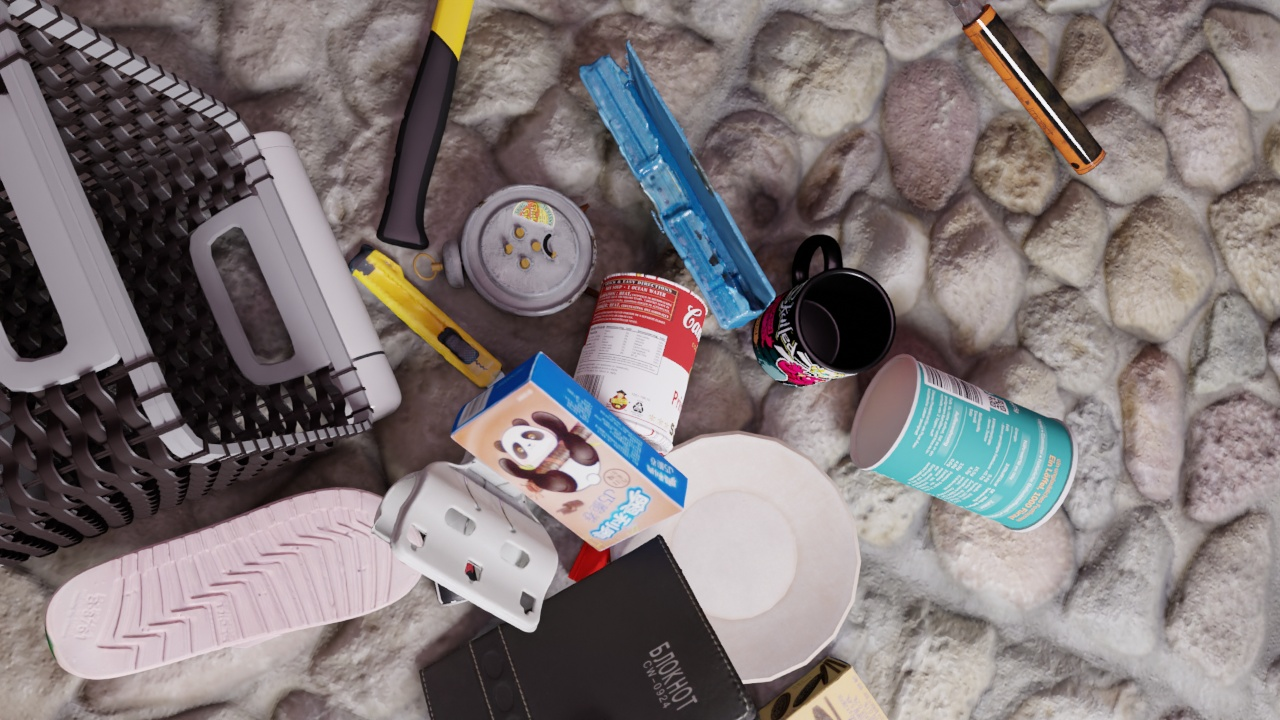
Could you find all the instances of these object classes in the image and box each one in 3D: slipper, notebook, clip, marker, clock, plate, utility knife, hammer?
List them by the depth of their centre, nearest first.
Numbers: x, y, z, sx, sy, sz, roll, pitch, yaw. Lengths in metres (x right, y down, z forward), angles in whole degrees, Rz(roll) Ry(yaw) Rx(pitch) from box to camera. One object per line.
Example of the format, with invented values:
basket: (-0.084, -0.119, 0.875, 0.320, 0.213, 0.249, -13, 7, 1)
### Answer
notebook: (-0.042, 0.234, 0.633, 0.209, 0.029, 0.169, -32, 46, 0)
slipper: (-0.275, 0.153, 0.644, 0.238, 0.065, 0.094, -12, 82, -26)
clip: (-0.125, 0.115, 0.664, 0.099, 0.152, 0.126, -36, 120, 24)
plate: (0.072, 0.149, 0.709, 0.189, 0.027, 0.188, 0, 82, 2)
clock: (-0.102, -0.081, 0.714, 0.147, 0.056, 0.104, -9, 84, -15)
utility knife: (-0.141, -0.011, 0.719, 0.217, 0.019, 0.030, 42, 86, -7)
marker: (-0.015, 0.109, 0.725, 0.023, 0.021, 0.145, 24, 78, 9)
hammer: (-0.159, -0.247, 0.739, 0.127, 0.029, 0.323, 13, 81, -10)
hammer: (0.301, -0.282, 0.812, 0.314, 0.138, 0.035, 42, 76, -18)

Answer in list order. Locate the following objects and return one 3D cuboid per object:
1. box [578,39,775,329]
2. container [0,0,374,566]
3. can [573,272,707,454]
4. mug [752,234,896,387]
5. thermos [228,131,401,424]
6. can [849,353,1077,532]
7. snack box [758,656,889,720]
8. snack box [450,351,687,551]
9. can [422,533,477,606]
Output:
box: (0.037, -0.136, 0.723, 0.054, 0.093, 0.231, -31, 84, 17)
container: (-0.351, -0.016, 0.538, 0.244, 0.245, 0.247, -24, 88, 3)
can: (-0.004, 0.004, 0.701, 0.086, 0.087, 0.116, 18, 73, -9)
mug: (0.143, -0.042, 0.737, 0.081, 0.098, 0.118, -1, 83, -12)
thermos: (-0.242, -0.058, 0.683, 0.052, 0.052, 0.224, -24, 88, -14)
can: (0.260, 0.067, 0.747, 0.144, 0.099, 0.099, 22, 79, -8)
snack box: (0.090, 0.313, 0.702, 0.206, 0.057, 0.056, -34, 89, -14)
snack box: (-0.048, 0.068, 0.648, 0.151, 0.087, 0.034, 42, 36, -23)
can: (-0.144, 0.141, 0.688, 0.031, 0.031, 0.080, -13, 86, -13)
